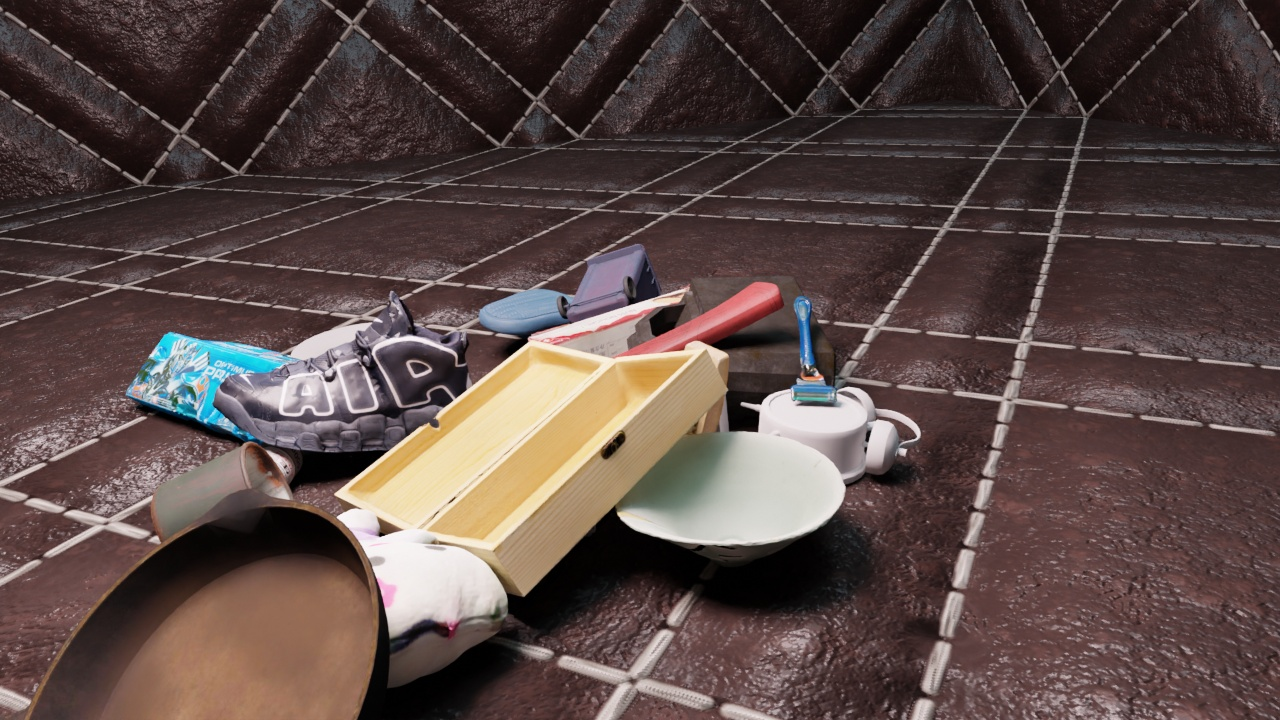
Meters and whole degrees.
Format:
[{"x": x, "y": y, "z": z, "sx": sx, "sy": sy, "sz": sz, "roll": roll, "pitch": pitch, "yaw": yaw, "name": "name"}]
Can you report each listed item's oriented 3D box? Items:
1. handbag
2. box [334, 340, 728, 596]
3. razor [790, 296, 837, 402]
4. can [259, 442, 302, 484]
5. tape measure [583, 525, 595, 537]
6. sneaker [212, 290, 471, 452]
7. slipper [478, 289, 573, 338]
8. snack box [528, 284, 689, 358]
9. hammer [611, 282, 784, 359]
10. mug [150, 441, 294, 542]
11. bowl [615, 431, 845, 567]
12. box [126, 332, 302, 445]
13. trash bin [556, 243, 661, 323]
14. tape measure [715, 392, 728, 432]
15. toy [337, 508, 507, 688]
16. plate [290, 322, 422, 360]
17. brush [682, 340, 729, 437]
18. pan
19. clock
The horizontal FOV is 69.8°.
[{"x": 0.086, "y": -0.009, "z": 0.987, "sx": 0.199, "sy": 0.102, "sz": 0.197, "roll": 3, "pitch": 30, "yaw": -6, "name": "handbag"}, {"x": -0.095, "y": 0.072, "z": 0.775, "sx": 0.258, "sy": 0.076, "sz": 0.246, "roll": 11, "pitch": 41, "yaw": 44, "name": "box"}, {"x": 0.163, "y": -0.011, "z": 0.889, "sx": 0.044, "sy": 0.018, "sz": 0.140, "roll": 2, "pitch": 46, "yaw": 2, "name": "razor"}, {"x": -0.347, "y": 0.111, "z": 0.836, "sx": 0.044, "sy": 0.044, "sz": 0.106, "roll": -2, "pitch": 22, "yaw": 3, "name": "can"}, {"x": -0.076, "y": 0.131, "z": 0.777, "sx": 0.062, "sy": 0.020, "sz": 0.060, "roll": -10, "pitch": 23, "yaw": -15, "name": "tape measure"}, {"x": -0.273, "y": 0.005, "z": 0.888, "sx": 0.252, "sy": 0.151, "sz": 0.097, "roll": 4, "pitch": 13, "yaw": -24, "name": "sneaker"}, {"x": -0.128, "y": -0.052, "z": 1.193, "sx": 0.104, "sy": 0.059, "sz": 0.213, "roll": 17, "pitch": 16, "yaw": 21, "name": "slipper"}, {"x": 0.000, "y": -0.027, "z": 1.073, "sx": 0.272, "sy": 0.077, "sz": 0.044, "roll": -20, "pitch": 25, "yaw": -29, "name": "snack box"}, {"x": -0.005, "y": 0.005, "z": 0.901, "sx": 0.316, "sy": 0.036, "sz": 0.126, "roll": -26, "pitch": 41, "yaw": 4, "name": "hammer"}, {"x": -0.327, "y": 0.132, "z": 0.730, "sx": 0.081, "sy": 0.085, "sz": 0.111, "roll": -25, "pitch": 66, "yaw": -5, "name": "mug"}, {"x": 0.069, "y": 0.122, "z": 0.714, "sx": 0.174, "sy": 0.068, "sz": 0.174, "roll": -4, "pitch": 23, "yaw": 2, "name": "bowl"}, {"x": -0.452, "y": 0.011, "z": 1.039, "sx": 0.244, "sy": 0.075, "sz": 0.166, "roll": 12, "pitch": 34, "yaw": 32, "name": "box"}, {"x": -0.032, "y": -0.081, "z": 1.170, "sx": 0.094, "sy": 0.092, "sz": 0.160, "roll": -15, "pitch": 26, "yaw": 17, "name": "trash bin"}, {"x": 0.056, "y": 0.054, "z": 0.891, "sx": 0.065, "sy": 0.064, "sz": 0.016, "roll": 7, "pitch": 24, "yaw": 36, "name": "tape measure"}, {"x": -0.193, "y": 0.160, "z": 0.629, "sx": 0.210, "sy": 0.085, "sz": 0.137, "roll": 10, "pitch": 7, "yaw": 43, "name": "toy"}, {"x": -0.354, "y": -0.011, "z": 1.173, "sx": 0.173, "sy": 0.019, "sz": 0.172, "roll": -3, "pitch": 22, "yaw": 1, "name": "plate"}, {"x": 0.045, "y": 0.043, "z": 0.845, "sx": 0.039, "sy": 0.117, "sz": 0.049, "roll": 5, "pitch": 14, "yaw": -38, "name": "brush"}, {"x": -0.294, "y": 0.204, "z": 0.519, "sx": 0.356, "sy": 0.043, "sz": 0.248, "roll": -16, "pitch": 48, "yaw": 13, "name": "pan"}, {"x": 0.178, "y": 0.070, "z": 0.847, "sx": 0.159, "sy": 0.061, "sz": 0.119, "roll": -1, "pitch": 22, "yaw": -7, "name": "clock"}]
